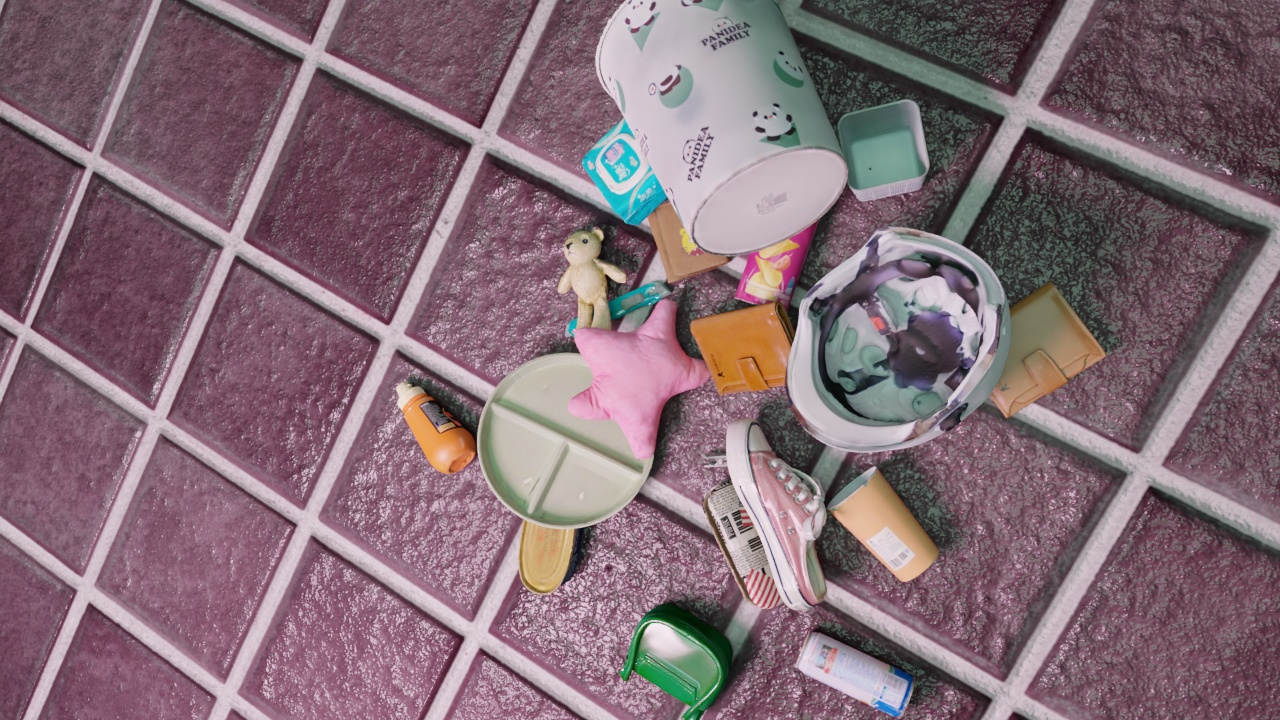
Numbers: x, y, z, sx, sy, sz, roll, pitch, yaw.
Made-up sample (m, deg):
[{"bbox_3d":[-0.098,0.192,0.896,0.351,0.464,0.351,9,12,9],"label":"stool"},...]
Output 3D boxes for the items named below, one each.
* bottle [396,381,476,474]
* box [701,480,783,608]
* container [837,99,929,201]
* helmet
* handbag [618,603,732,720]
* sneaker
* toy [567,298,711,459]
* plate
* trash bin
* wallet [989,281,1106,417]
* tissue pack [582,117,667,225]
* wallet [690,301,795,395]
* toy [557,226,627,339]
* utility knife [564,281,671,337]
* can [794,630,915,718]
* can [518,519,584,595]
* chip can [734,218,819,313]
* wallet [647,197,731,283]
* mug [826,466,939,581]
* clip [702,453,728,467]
[{"bbox_3d":[-0.291,0.087,1.270,0.067,0.066,0.149,-46,71,12],"label":"bottle"},{"bbox_3d":[0.135,0.226,1.131,0.075,0.082,0.163,-23,82,0],"label":"box"},{"bbox_3d":[0.284,-0.238,1.068,0.090,0.111,0.090,-10,87,17],"label":"container"},{"bbox_3d":[0.299,-0.009,1.040,0.229,0.145,0.259,42,105,37],"label":"helmet"},{"bbox_3d":[0.045,0.384,1.165,0.131,0.068,0.120,28,99,15],"label":"handbag"},{"bbox_3d":[0.180,0.174,1.100,0.088,0.118,0.241,-26,77,28],"label":"sneaker"},{"bbox_3d":[-0.007,0.007,1.154,0.178,0.075,0.194,38,80,-10],"label":"toy"},{"bbox_3d":[-0.096,0.104,1.191,0.230,0.027,0.230,0,77,-1],"label":"plate"},{"bbox_3d":[0.096,-0.271,1.029,0.230,0.229,0.251,-27,66,15],"label":"trash bin"},{"bbox_3d":[0.450,-0.011,1.064,0.132,0.031,0.108,-35,80,16],"label":"wallet"},{"bbox_3d":[-0.010,-0.240,1.166,0.093,0.050,0.133,-43,54,13],"label":"tissue pack"},{"bbox_3d":[0.136,-0.008,1.125,0.131,0.035,0.119,-11,106,42],"label":"wallet"},{"bbox_3d":[-0.070,-0.095,1.198,0.105,0.066,0.157,-12,79,33],"label":"toy"},{"bbox_3d":[-0.033,-0.067,1.214,0.158,0.013,0.029,-24,76,15],"label":"utility knife"},{"bbox_3d":[0.258,0.378,1.110,0.135,0.053,0.053,22,96,15],"label":"can"},{"bbox_3d":[-0.116,0.234,1.222,0.075,0.049,0.148,10,93,16],"label":"can"},{"bbox_3d":[0.180,-0.165,1.120,0.071,0.071,0.210,20,96,15],"label":"chip can"},{"bbox_3d":[0.059,-0.166,1.178,0.090,0.033,0.115,-18,89,15],"label":"wallet"},{"bbox_3d":[0.291,0.197,1.090,0.078,0.078,0.123,-42,83,12],"label":"mug"},{"bbox_3d":[0.108,0.127,1.168,0.058,0.026,0.038,-4,97,17],"label":"clip"}]
